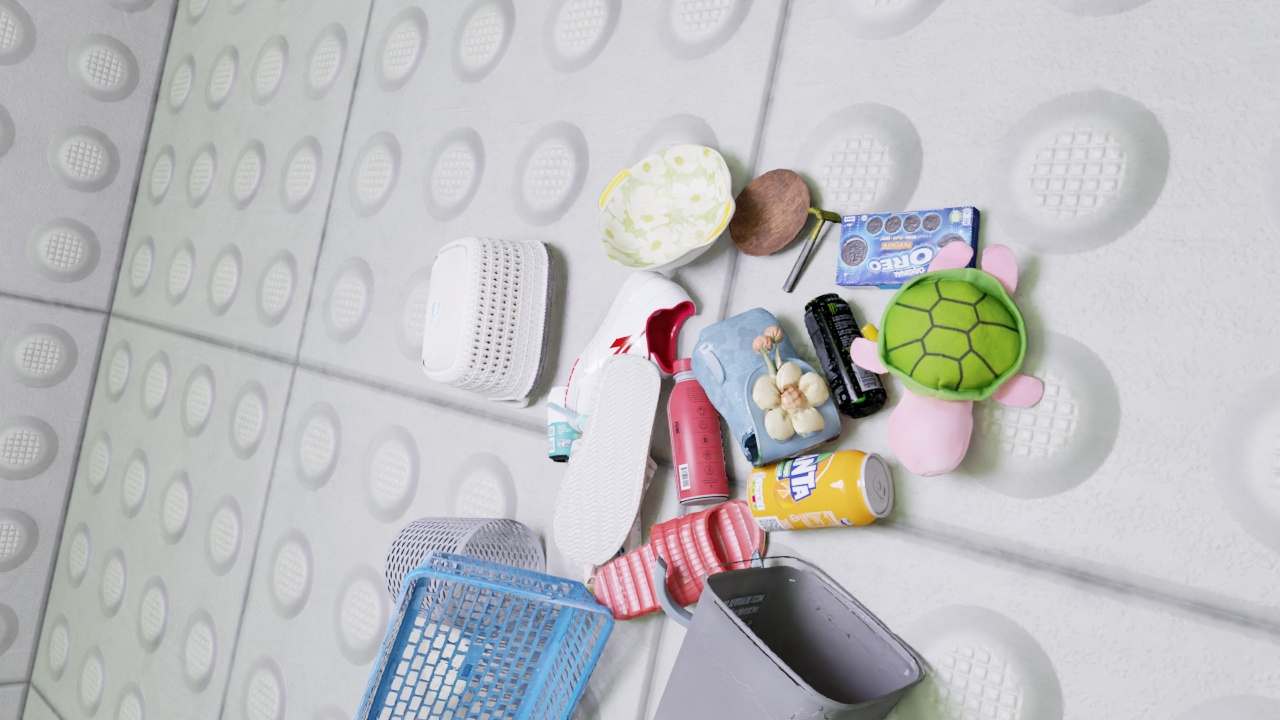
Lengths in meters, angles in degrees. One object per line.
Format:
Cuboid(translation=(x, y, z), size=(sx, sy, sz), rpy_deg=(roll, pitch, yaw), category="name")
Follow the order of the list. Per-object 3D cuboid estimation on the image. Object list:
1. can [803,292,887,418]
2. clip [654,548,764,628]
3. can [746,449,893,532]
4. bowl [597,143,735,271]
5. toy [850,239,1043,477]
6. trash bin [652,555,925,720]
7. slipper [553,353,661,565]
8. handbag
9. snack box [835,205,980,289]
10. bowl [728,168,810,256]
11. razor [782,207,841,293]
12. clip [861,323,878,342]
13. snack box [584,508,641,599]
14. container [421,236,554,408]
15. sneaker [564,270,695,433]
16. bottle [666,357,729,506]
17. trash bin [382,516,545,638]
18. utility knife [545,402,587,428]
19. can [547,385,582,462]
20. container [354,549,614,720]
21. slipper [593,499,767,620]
Cuboid(translation=(0.222, -0.005, 1.003), size=(0.054, 0.054, 0.137), rpy_deg=(-33, 62, 31), category="can")
Cuboid(translation=(0.108, 0.273, 1.037), size=(0.164, 0.030, 0.173), rpy_deg=(-26, 99, 12), category="clip")
Cuboid(translation=(0.190, 0.140, 0.985), size=(0.143, 0.079, 0.079), rpy_deg=(-13, 73, 38), category="can")
Cuboid(translation=(0.040, -0.182, 1.169), size=(0.219, 0.060, 0.188), rpy_deg=(27, 79, 41), category="bowl")
Cuboid(translation=(0.302, -0.003, 0.908), size=(0.190, 0.087, 0.238), rpy_deg=(17, 91, 21), category="toy")
Cuboid(translation=(0.130, 0.350, 0.934), size=(0.197, 0.197, 0.220), rpy_deg=(39, 113, 39), category="trash bin")
Cuboid(translation=(-0.038, 0.123, 1.151), size=(0.114, 0.054, 0.273), rpy_deg=(18, 98, 15), category="slipper")
Cuboid(translation=(0.137, 0.020, 1.019), size=(0.119, 0.121, 0.191), rpy_deg=(90, 159, -53), category="handbag")
Cuboid(translation=(0.286, -0.118, 0.989), size=(0.150, 0.027, 0.082), rpy_deg=(2, 83, 41), category="snack box")
Cuboid(translation=(0.161, -0.175, 1.108), size=(0.114, 0.026, 0.102), rpy_deg=(-31, 62, 33), category="bowl")
Cuboid(translation=(0.193, -0.127, 1.070), size=(0.026, 0.042, 0.106), rpy_deg=(41, 117, 35), category="razor")
Cuboid(translation=(0.269, -0.019, 0.989), size=(0.048, 0.046, 0.054), rpy_deg=(110, 142, -51), category="clip")
Cuboid(translation=(-0.037, 0.235, 1.194), size=(0.082, 0.026, 0.150), rpy_deg=(-11, 75, 36), category="snack box")
Cuboid(translation=(-0.223, -0.064, 1.335), size=(0.185, 0.143, 0.251), rpy_deg=(-5, 78, 54), category="container")
Cuboid(translation=(-0.007, 0.006, 1.179), size=(0.104, 0.090, 0.237), rpy_deg=(37, 100, 38), category="sneaker")
Cuboid(translation=(0.066, 0.084, 1.113), size=(0.062, 0.062, 0.176), rpy_deg=(-18, 70, 37), category="bottle")
Cuboid(translation=(-0.252, 0.295, 1.285), size=(0.184, 0.156, 0.156), rpy_deg=(-4, 78, 42), category="trash bin")
Cuboid(translation=(-0.055, 0.088, 1.185), size=(0.022, 0.147, 0.015), rpy_deg=(-59, 6, 26), category="utility knife")
Cuboid(translation=(-0.099, 0.088, 1.258), size=(0.055, 0.054, 0.101), rpy_deg=(-12, 74, 38), category="can")
Cuboid(translation=(-0.213, 0.402, 1.158), size=(0.089, 0.257, 0.363), rpy_deg=(-107, 37, -62), category="container")
Cuboid(translation=(0.038, 0.244, 1.094), size=(0.249, 0.059, 0.103), rpy_deg=(-31, 66, 22), category="slipper")
